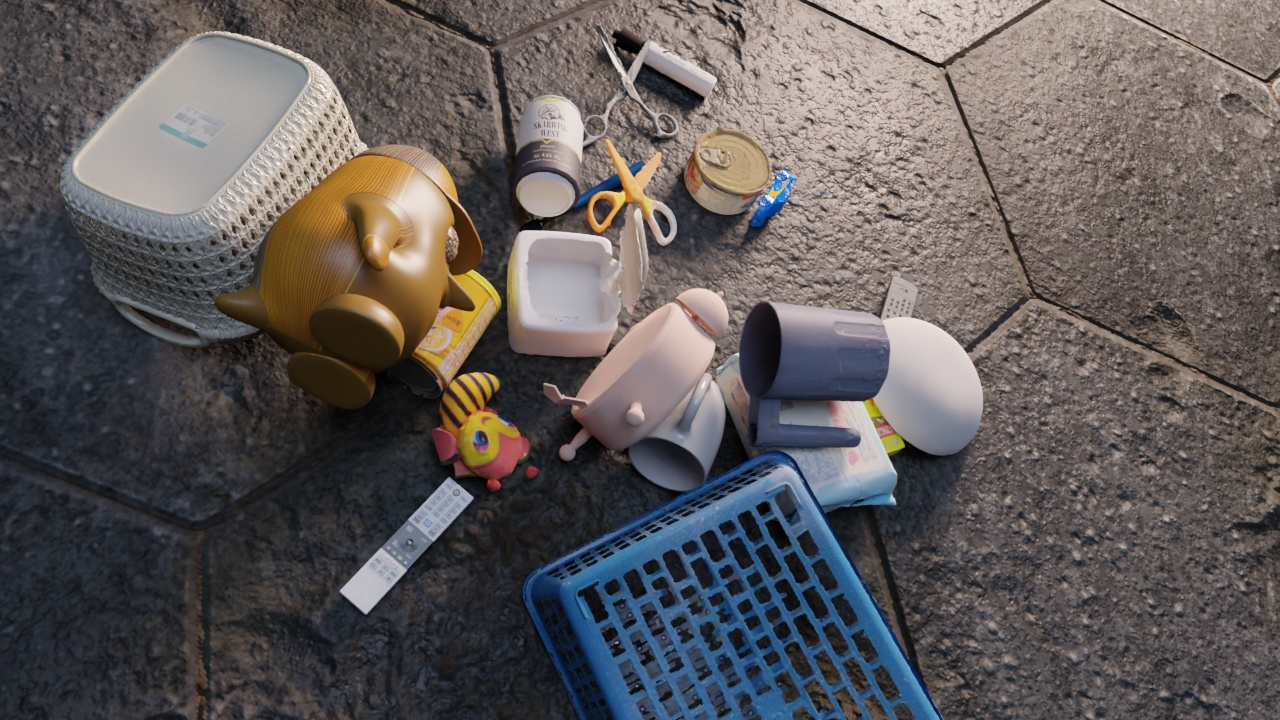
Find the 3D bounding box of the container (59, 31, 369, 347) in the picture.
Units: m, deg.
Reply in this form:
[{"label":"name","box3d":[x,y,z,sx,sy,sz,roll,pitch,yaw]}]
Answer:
[{"label":"container","box3d":[-0.340,-0.147,0.753,0.184,0.143,0.245,19,60,7]}]

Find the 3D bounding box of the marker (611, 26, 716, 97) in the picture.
[{"label":"marker","box3d":[0.025,-0.335,1.025,0.126,0.025,0.025,29,60,-2]}]

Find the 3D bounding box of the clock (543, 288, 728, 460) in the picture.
[{"label":"clock","box3d":[-0.005,0.005,0.783,0.086,0.131,0.160,49,55,-7]}]

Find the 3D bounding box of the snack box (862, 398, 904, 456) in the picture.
[{"label":"snack box","box3d":[0.208,0.028,0.903,0.040,0.029,0.148,-13,70,-22]}]

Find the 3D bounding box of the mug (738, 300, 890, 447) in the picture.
[{"label":"mug","box3d":[0.147,0.014,0.788,0.104,0.084,0.124,3,91,-18]}]

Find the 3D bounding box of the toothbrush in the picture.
[{"label":"toothbrush","box3d":[-0.056,-0.162,0.923,0.167,0.014,0.014,-35,79,-29]}]

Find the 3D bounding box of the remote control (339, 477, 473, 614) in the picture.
[{"label":"remote control","box3d":[-0.185,0.147,0.733,0.028,0.012,0.124,40,60,4]}]

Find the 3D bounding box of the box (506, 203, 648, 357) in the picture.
[{"label":"box","box3d":[-0.048,-0.077,0.814,0.126,0.137,0.108,3,66,-15]}]

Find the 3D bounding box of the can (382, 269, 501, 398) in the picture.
[{"label":"can","box3d":[-0.173,-0.028,0.790,0.067,0.068,0.104,30,61,-2]}]

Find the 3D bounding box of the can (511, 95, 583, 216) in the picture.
[{"label":"can","box3d":[-0.089,-0.204,0.897,0.064,0.064,0.127,9,54,-13]}]

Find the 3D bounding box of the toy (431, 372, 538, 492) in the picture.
[{"label":"toy","box3d":[-0.133,0.062,0.771,0.084,0.046,0.103,-18,81,-31]}]

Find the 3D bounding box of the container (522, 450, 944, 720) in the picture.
[{"label":"container","box3d":[0.095,0.265,0.683,0.257,0.089,0.362,-26,74,-11]}]

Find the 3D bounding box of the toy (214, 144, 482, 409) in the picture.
[{"label":"toy","box3d":[-0.203,-0.079,0.714,0.162,0.199,0.202,29,50,-17]}]

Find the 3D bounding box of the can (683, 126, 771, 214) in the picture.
[{"label":"can","box3d":[0.091,-0.200,0.969,0.086,0.043,0.086,7,63,-14]}]

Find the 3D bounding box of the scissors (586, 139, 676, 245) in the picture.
[{"label":"scissors","box3d":[-0.003,-0.167,0.933,0.127,0.011,0.125,38,63,-10]}]

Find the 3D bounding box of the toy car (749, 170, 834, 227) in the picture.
[{"label":"toy car","box3d":[0.163,-0.167,0.979,0.062,0.033,0.091,30,60,6]}]

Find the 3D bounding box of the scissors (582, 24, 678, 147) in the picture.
[{"label":"scissors","box3d":[-0.023,-0.283,0.980,0.141,0.014,0.173,45,67,-7]}]

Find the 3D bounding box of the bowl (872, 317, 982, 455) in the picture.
[{"label":"bowl","box3d":[0.290,0.017,0.906,0.149,0.043,0.149,16,57,-26]}]

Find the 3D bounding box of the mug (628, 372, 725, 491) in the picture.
[{"label":"mug","box3d":[0.043,0.048,0.799,0.071,0.107,0.089,25,51,5]}]

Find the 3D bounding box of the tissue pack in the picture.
[{"label":"tissue pack","box3d":[0.152,0.065,0.846,0.112,0.070,0.181,-14,72,-23]}]

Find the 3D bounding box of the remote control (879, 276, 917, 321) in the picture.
[{"label":"remote control","box3d":[0.260,-0.029,0.956,0.033,0.013,0.136,26,60,-4]}]
